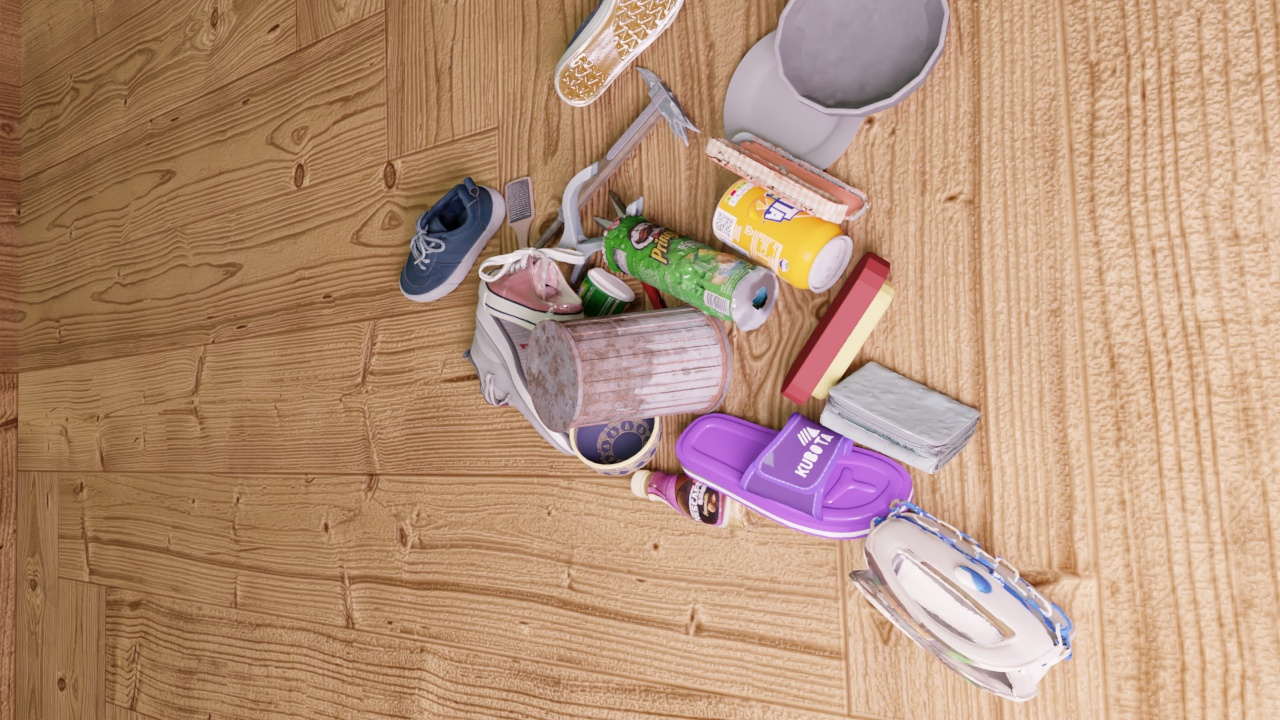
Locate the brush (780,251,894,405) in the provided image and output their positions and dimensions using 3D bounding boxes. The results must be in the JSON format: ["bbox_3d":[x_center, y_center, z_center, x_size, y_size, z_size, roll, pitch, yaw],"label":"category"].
[{"bbox_3d":[0.208,-0.028,0.952,0.042,0.082,0.174,31,109,2],"label":"brush"}]

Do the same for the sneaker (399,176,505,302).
[{"bbox_3d":[-0.290,-0.171,1.323,0.236,0.087,0.089,-44,64,27],"label":"sneaker"}]

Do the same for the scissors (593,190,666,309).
[{"bbox_3d":[0.014,-0.133,1.140,0.180,0.015,0.193,-8,83,38],"label":"scissors"}]

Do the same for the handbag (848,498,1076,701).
[{"bbox_3d":[0.279,0.210,0.814,0.201,0.199,0.093,35,105,30],"label":"handbag"}]

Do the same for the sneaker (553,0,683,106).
[{"bbox_3d":[-0.024,-0.426,1.154,0.236,0.087,0.079,-47,28,22],"label":"sneaker"}]

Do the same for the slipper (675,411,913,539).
[{"bbox_3d":[0.144,0.099,0.962,0.267,0.084,0.107,16,53,40],"label":"slipper"}]

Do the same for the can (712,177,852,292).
[{"bbox_3d":[0.152,-0.136,0.995,0.142,0.079,0.079,38,110,32],"label":"can"}]

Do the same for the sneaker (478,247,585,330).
[{"bbox_3d":[-0.139,-0.098,1.144,0.241,0.118,0.088,28,120,56],"label":"sneaker"}]

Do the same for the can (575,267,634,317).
[{"bbox_3d":[-0.064,-0.051,1.162,0.067,0.067,0.121,46,115,29],"label":"can"}]

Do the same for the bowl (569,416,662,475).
[{"bbox_3d":[-0.023,0.094,1.123,0.112,0.061,0.112,-10,55,14],"label":"bowl"}]

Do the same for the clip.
[{"bbox_3d":[-0.043,-0.151,1.154,0.141,0.029,0.172,33,129,8],"label":"clip"}]

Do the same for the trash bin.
[{"bbox_3d":[-0.006,0.006,1.027,0.131,0.210,0.131,17,111,56],"label":"trash bin"}]

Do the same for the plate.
[{"bbox_3d":[0.172,-0.288,1.027,0.179,0.012,0.178,-2,87,37],"label":"plate"}]

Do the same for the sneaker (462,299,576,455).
[{"bbox_3d":[-0.158,0.038,1.223,0.263,0.096,0.129,53,129,24],"label":"sneaker"}]

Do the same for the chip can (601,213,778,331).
[{"bbox_3d":[0.052,-0.103,1.036,0.223,0.075,0.075,29,105,41],"label":"chip can"}]

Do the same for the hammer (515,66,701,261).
[{"bbox_3d":[-0.065,-0.230,1.190,0.318,0.028,0.147,-44,54,26],"label":"hammer"}]

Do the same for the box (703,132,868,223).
[{"bbox_3d":[0.155,-0.197,0.985,0.187,0.083,0.043,37,120,30],"label":"box"}]

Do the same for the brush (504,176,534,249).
[{"bbox_3d":[-0.168,-0.187,1.278,0.050,0.015,0.135,-11,82,35],"label":"brush"}]

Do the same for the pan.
[{"bbox_3d":[0.233,-0.421,0.965,0.179,0.041,0.357,-2,80,27],"label":"pan"}]

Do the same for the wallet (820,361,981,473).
[{"bbox_3d":[0.255,0.056,0.902,0.132,0.100,0.054,25,128,38],"label":"wallet"}]

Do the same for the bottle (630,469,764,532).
[{"bbox_3d":[0.062,0.155,1.064,0.166,0.059,0.059,7,92,37],"label":"bottle"}]
